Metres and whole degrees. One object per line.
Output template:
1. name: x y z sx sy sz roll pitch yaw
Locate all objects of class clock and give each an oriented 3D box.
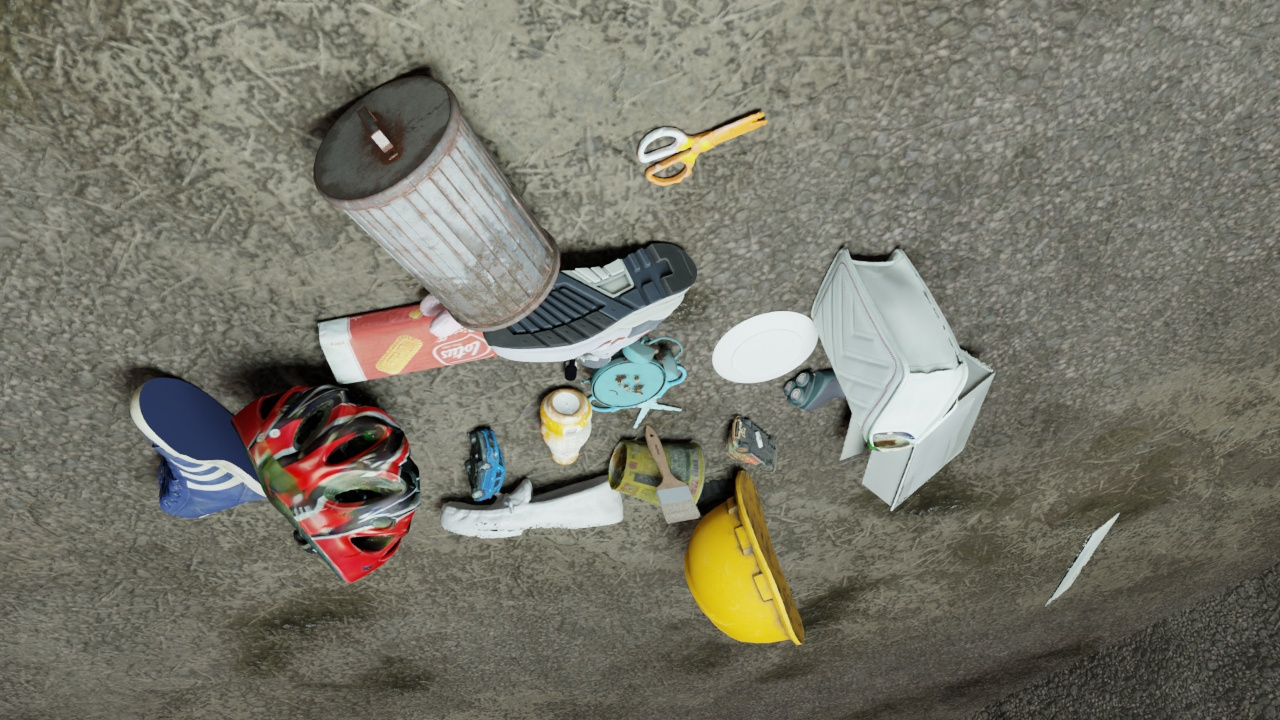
1. clock: -0.006 0.006 1.068 0.124 0.053 0.090 -36 138 25

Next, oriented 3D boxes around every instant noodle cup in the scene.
1. instant noodle cup: 0.019 0.151 1.231 0.108 0.102 0.102 14 135 -19

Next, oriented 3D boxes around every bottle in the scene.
1. bottle: -0.092 0.084 1.129 0.063 0.063 0.109 -6 141 -11

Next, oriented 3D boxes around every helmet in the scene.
1. helmet: 0.131 0.297 1.310 0.131 0.255 0.205 -22 142 9
2. helmet: -0.327 0.121 0.973 0.166 0.217 0.272 -35 179 -10

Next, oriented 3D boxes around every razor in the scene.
1. razor: 0.259 0.034 1.200 0.142 0.047 0.052 -5 117 -16

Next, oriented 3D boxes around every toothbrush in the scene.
1. toothbrush: -0.073 -0.036 1.024 0.014 0.014 0.168 4 136 -6

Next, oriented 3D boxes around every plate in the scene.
1. plate: 0.155 -0.011 1.132 0.134 0.011 0.135 -9 142 -7

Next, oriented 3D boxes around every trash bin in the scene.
1. trash bin: -0.169 -0.131 0.784 0.131 0.130 0.211 -23 143 11

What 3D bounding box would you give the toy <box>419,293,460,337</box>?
1. toy: -0.166 -0.063 0.917 0.110 0.063 0.047 -27 142 -4

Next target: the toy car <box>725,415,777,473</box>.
1. toy car: 0.146 0.117 1.262 0.047 0.047 0.112 -13 143 37

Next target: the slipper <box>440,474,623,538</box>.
1. slipper: -0.147 0.197 1.247 0.246 0.074 0.112 -6 172 -8

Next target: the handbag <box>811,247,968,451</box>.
1. handbag: 0.269 -0.014 1.015 0.096 0.198 0.142 -4 142 -16

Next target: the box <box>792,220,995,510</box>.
1. box: 0.308 -0.007 1.308 0.171 0.403 0.169 -20 139 -19

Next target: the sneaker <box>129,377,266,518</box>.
1. sneaker: -0.509 0.104 1.006 0.118 0.091 0.233 -19 150 10

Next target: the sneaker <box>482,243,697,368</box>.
1. sneaker: -0.054 -0.034 0.944 0.239 0.089 0.124 -21 157 -27

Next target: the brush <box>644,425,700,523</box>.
1. brush: 0.030 0.143 1.176 0.045 0.143 0.008 -7 144 -24

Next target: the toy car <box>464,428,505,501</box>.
1. toy car: -0.196 0.132 1.167 0.043 0.056 0.120 -7 145 -19

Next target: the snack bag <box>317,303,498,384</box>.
1. snack bag: -0.218 -0.026 0.971 0.225 0.041 0.078 -10 140 -4

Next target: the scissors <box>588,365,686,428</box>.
1. scissors: 0.004 0.044 1.155 0.135 0.015 0.136 6 140 -33

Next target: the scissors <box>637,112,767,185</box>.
1. scissors: 0.058 -0.208 0.856 0.130 0.013 0.070 -24 142 13
